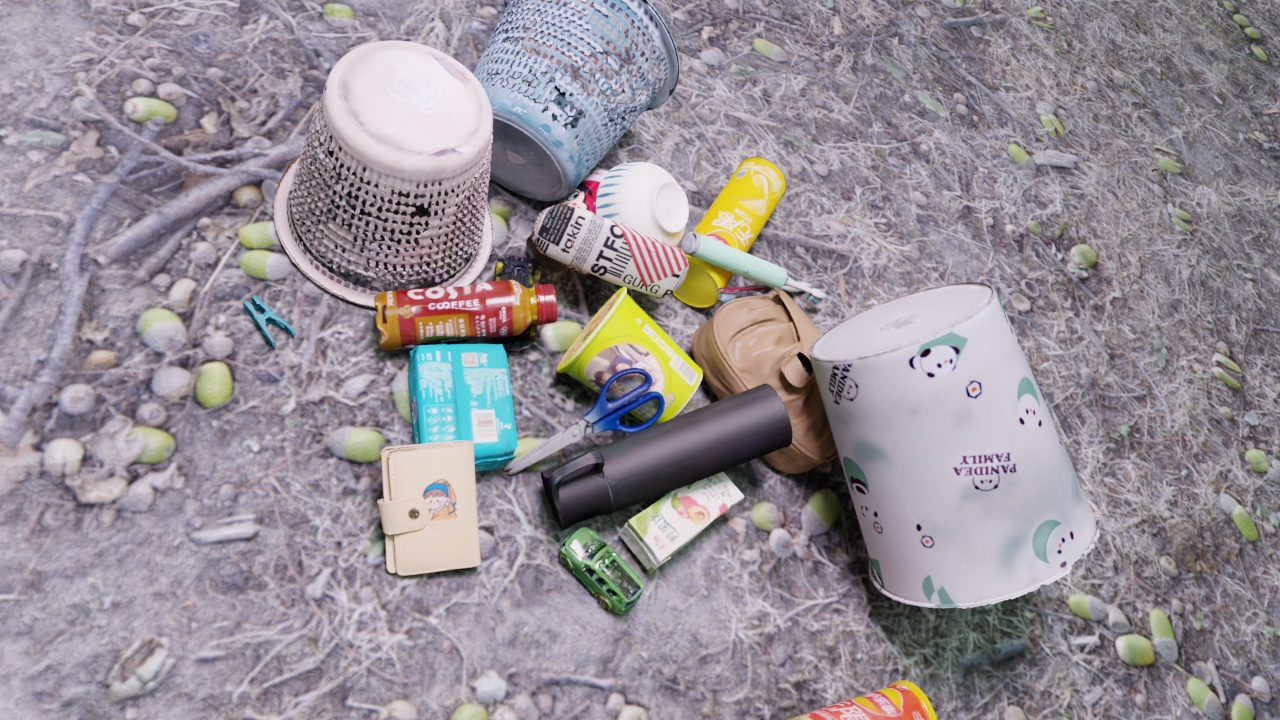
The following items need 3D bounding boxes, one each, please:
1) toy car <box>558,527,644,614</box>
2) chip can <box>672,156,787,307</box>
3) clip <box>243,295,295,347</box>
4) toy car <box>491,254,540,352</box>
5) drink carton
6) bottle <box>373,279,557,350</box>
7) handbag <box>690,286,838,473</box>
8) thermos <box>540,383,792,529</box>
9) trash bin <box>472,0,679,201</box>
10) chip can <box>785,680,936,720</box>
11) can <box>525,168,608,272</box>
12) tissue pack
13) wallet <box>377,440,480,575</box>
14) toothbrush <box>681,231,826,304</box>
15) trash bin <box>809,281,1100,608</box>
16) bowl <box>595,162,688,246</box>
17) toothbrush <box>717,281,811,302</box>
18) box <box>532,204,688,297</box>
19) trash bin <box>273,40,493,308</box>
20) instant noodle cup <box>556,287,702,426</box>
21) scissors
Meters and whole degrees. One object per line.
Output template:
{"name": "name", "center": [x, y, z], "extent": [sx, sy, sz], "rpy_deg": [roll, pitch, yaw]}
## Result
{"name": "toy car", "center": [-0.036, 0.197, 0.869], "extent": [0.091, 0.036, 0.043], "rpy_deg": [42, 57, 8]}
{"name": "chip can", "center": [0.106, -0.157, 1.098], "extent": [0.072, 0.072, 0.212], "rpy_deg": [36, 55, -1]}
{"name": "clip", "center": [-0.356, -0.039, 0.876], "extent": [0.056, 0.014, 0.039], "rpy_deg": [48, 55, 5]}
{"name": "toy car", "center": [-0.133, -0.059, 0.968], "extent": [0.049, 0.031, 0.106], "rpy_deg": [5, 73, -14]}
{"name": "drink carton", "center": [0.040, 0.155, 0.915], "extent": [0.122, 0.046, 0.053], "rpy_deg": [-32, 74, -33]}
{"name": "bottle", "center": [-0.171, -0.048, 0.910], "extent": [0.174, 0.058, 0.057], "rpy_deg": [-7, 66, -12]}
{"name": "handbag", "center": [0.159, 0.016, 1.008], "extent": [0.147, 0.100, 0.204], "rpy_deg": [-36, 87, -34]}
{"name": "thermos", "center": [0.027, 0.090, 0.885], "extent": [0.242, 0.090, 0.068], "rpy_deg": [-20, 65, -14]}
{"name": "trash bin", "center": [-0.098, -0.295, 1.021], "extent": [0.226, 0.227, 0.194], "rpy_deg": [30, 69, -5]}
{"name": "chip can", "center": [0.170, 0.358, 0.844], "extent": [0.216, 0.073, 0.073], "rpy_deg": [-7, 66, -26]}
{"name": "can", "center": [-0.071, -0.160, 1.036], "extent": [0.053, 0.053, 0.132], "rpy_deg": [36, 56, -1]}
{"name": "tissue pack", "center": [-0.173, 0.042, 0.885], "extent": [0.093, 0.050, 0.133], "rpy_deg": [0, 63, -20]}
{"name": "wallet", "center": [-0.189, 0.132, 0.819], "extent": [0.087, 0.024, 0.115], "rpy_deg": [-4, 94, -17]}
{"name": "toothbrush", "center": [0.136, -0.102, 1.042], "extent": [0.224, 0.027, 0.026], "rpy_deg": [16, 40, -37]}
{"name": "trash bin", "center": [0.295, 0.073, 0.906], "extent": [0.229, 0.230, 0.252], "rpy_deg": [-30, 103, -33]}
{"name": "bowl", "center": [0.012, -0.169, 1.038], "extent": [0.116, 0.066, 0.116], "rpy_deg": [4, 85, -47]}
{"name": "toothbrush", "center": [0.148, -0.081, 1.078], "extent": [0.016, 0.017, 0.187], "rpy_deg": [22, 20, 38]}
{"name": "box", "center": [-0.033, -0.120, 0.969], "extent": [0.162, 0.076, 0.088], "rpy_deg": [17, 26, -15]}
{"name": "trash bin", "center": [-0.237, -0.193, 0.903], "extent": [0.227, 0.193, 0.227], "rpy_deg": [10, 59, -18]}
{"name": "instant noodle cup", "center": [-0.006, 0.006, 0.949], "extent": [0.123, 0.112, 0.111], "rpy_deg": [39, 55, -9]}
{"name": "scissors", "center": [-0.052, 0.076, 0.902], "extent": [0.108, 0.012, 0.175], "rpy_deg": [36, 97, -19]}
